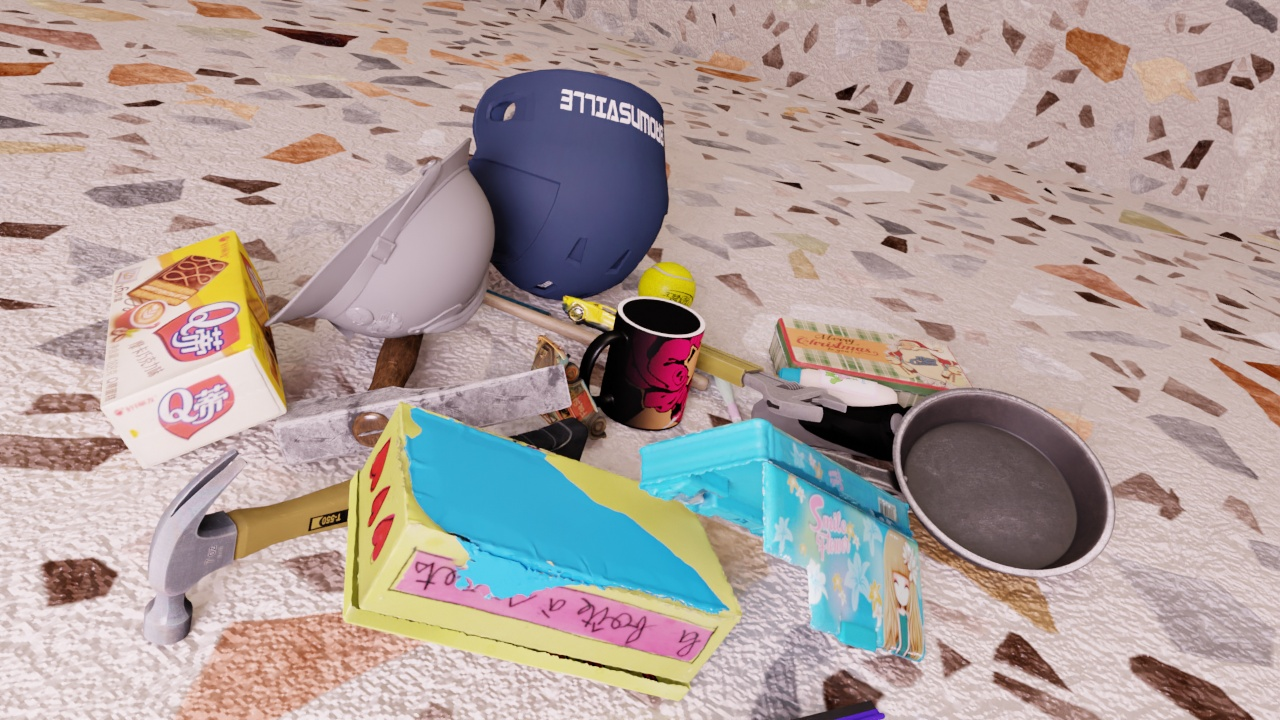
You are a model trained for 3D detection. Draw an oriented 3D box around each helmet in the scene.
[{"bbox_3d":[-0.190,-0.077,0.790,0.117,0.184,0.270,47,37,-16],"label":"helmet"},{"bbox_3d":[-0.094,-0.177,1.041,0.232,0.223,0.273,10,-7,-38],"label":"helmet"}]

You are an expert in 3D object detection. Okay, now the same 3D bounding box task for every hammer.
[{"bbox_3d":[-0.177,-0.012,0.813,0.217,0.037,0.300,-11,24,-2],"label":"hammer"},{"bbox_3d":[-0.086,-0.038,0.929,0.331,0.030,0.119,20,-2,4],"label":"hammer"},{"bbox_3d":[-0.159,0.086,0.624,0.025,0.118,0.332,35,29,31],"label":"hammer"}]

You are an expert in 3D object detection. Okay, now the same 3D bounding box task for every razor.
[{"bbox_3d":[-0.164,-0.071,1.008,0.144,0.022,0.042,23,66,11],"label":"razor"},{"bbox_3d":[0.183,0.061,0.865,0.156,0.057,0.060,5,-19,17],"label":"razor"}]

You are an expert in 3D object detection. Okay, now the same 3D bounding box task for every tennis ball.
[{"bbox_3d":[0.031,-0.081,1.057,0.065,0.065,0.065,10,27,-5],"label":"tennis ball"}]

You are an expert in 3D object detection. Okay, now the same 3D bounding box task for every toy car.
[{"bbox_3d":[-0.034,-0.040,0.960,0.107,0.030,0.049,24,-5,-3],"label":"toy car"},{"bbox_3d":[-0.069,0.031,0.780,0.047,0.112,0.047,-36,38,-15],"label":"toy car"}]

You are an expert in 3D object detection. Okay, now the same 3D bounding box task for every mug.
[{"bbox_3d":[-0.005,0.005,0.839,0.117,0.098,0.082,-9,34,-36],"label":"mug"}]

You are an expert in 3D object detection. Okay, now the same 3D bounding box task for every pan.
[{"bbox_3d":[0.223,0.099,0.770,0.356,0.055,0.187,1,51,-7],"label":"pan"}]

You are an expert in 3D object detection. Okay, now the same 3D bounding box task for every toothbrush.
[{"bbox_3d":[0.088,0.035,0.913,0.022,0.015,0.154,25,23,-21],"label":"toothbrush"}]

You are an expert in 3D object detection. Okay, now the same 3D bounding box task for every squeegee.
[{"bbox_3d":[0.109,0.259,0.447,0.249,0.055,0.185,11,21,-45],"label":"squeegee"}]

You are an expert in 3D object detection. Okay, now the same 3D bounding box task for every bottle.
[{"bbox_3d":[0.178,0.035,0.913,0.146,0.051,0.051,13,27,3],"label":"bottle"}]

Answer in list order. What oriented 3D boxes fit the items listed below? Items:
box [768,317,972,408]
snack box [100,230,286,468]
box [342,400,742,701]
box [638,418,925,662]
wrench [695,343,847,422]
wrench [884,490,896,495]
[{"bbox_3d":[0.248,0.009,0.997,0.205,0.049,0.117,9,26,-5],"label":"box"},{"bbox_3d":[-0.359,-0.020,0.739,0.110,0.062,0.230,-23,37,-13],"label":"snack box"},{"bbox_3d":[-0.060,0.116,0.552,0.220,0.081,0.124,20,23,-28],"label":"box"},{"bbox_3d":[0.101,0.131,0.603,0.226,0.098,0.121,30,51,-47],"label":"box"},{"bbox_3d":[0.094,0.012,0.886,0.083,0.018,0.274,-3,15,-32],"label":"wrench"},{"bbox_3d":[0.190,0.113,0.807,0.272,0.018,0.073,-3,31,-30],"label":"wrench"}]
